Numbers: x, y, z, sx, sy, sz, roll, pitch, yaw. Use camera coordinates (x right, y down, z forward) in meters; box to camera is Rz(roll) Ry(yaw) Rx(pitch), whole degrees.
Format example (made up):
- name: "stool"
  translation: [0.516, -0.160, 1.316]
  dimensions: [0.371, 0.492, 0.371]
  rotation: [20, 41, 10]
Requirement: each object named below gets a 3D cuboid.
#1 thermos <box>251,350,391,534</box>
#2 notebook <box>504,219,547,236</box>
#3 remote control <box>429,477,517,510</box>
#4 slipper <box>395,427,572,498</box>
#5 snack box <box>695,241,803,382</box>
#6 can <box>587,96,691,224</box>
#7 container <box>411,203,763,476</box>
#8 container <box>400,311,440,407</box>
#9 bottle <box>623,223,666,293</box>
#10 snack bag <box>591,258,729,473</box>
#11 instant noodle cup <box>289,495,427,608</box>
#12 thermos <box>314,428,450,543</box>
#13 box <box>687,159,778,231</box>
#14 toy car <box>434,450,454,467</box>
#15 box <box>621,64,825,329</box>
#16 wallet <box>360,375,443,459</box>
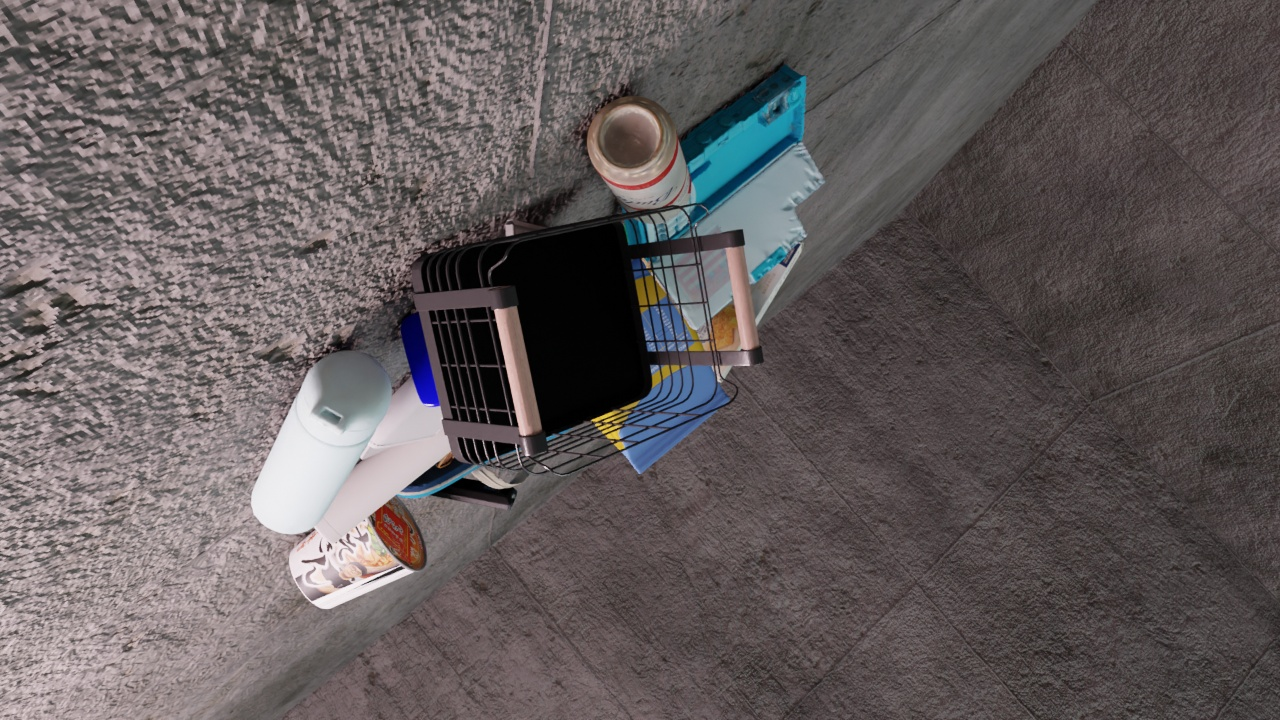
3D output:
- name: "thermos"
  translation: [-0.261, 0.069, 0.746]
  dimensions: [0.207, 0.065, 0.077]
  rotation: [-48, -168, 42]
- name: "notebook"
  translation: [-0.073, -0.046, 0.829]
  dimensions: [0.009, 0.142, 0.209]
  rotation: [-2, -177, 15]
- name: "remote control"
  translation: [-0.232, 0.158, 1.158]
  dimensions: [0.047, 0.150, 0.022]
  rotation: [-78, 179, -73]
- name: "slipper"
  translation: [-0.197, 0.120, 1.178]
  dimensions: [0.294, 0.118, 0.060]
  rotation: [-26, 124, -43]
- name: "snack box"
  translation: [0.114, -0.087, 1.197]
  dimensions: [0.208, 0.104, 0.057]
  rotation: [-59, 172, 1]
- name: "can"
  translation: [0.003, -0.158, 0.748]
  dimensions: [0.067, 0.067, 0.170]
  rotation: [-41, 173, 4]
- name: "container"
  translation: [-0.037, -0.022, 0.692]
  dimensions: [0.240, 0.163, 0.130]
  rotation: [-20, -166, -42]
- name: "container"
  translation: [-0.137, -0.008, 0.786]
  dimensions: [0.085, 0.084, 0.113]
  rotation: [-17, 176, 14]
- name: "bottle"
  translation: [0.025, -0.106, 0.967]
  dimensions: [0.043, 0.111, 0.043]
  rotation: [-37, 178, -2]
- name: "snack bag"
  translation: [-0.006, 0.006, 1.078]
  dimensions: [0.158, 0.205, 0.102]
  rotation: [-37, -177, -25]
- name: "instant noodle cup"
  translation: [-0.344, 0.230, 1.104]
  dimensions: [0.122, 0.123, 0.123]
  rotation: [-32, 173, 4]
- name: "thermos"
  translation: [-0.263, 0.109, 1.011]
  dimensions: [0.224, 0.052, 0.052]
  rotation: [-39, 172, -13]
- name: "box"
  translation: [0.074, -0.186, 1.076]
  dimensions: [0.208, 0.034, 0.128]
  rotation: [-34, 180, -44]
- name: "toy car"
  translation: [-0.238, 0.099, 1.093]
  dimensions: [0.047, 0.047, 0.111]
  rotation: [-49, 170, 28]
- name: "box"
  translation: [0.091, -0.167, 0.933]
  dimensions: [0.226, 0.072, 0.182]
  rotation: [-40, 130, -16]
- name: "wallet"
  translation: [-0.230, 0.057, 0.935]
  dimensions: [0.115, 0.037, 0.118]
  rotation: [-43, 169, 15]
